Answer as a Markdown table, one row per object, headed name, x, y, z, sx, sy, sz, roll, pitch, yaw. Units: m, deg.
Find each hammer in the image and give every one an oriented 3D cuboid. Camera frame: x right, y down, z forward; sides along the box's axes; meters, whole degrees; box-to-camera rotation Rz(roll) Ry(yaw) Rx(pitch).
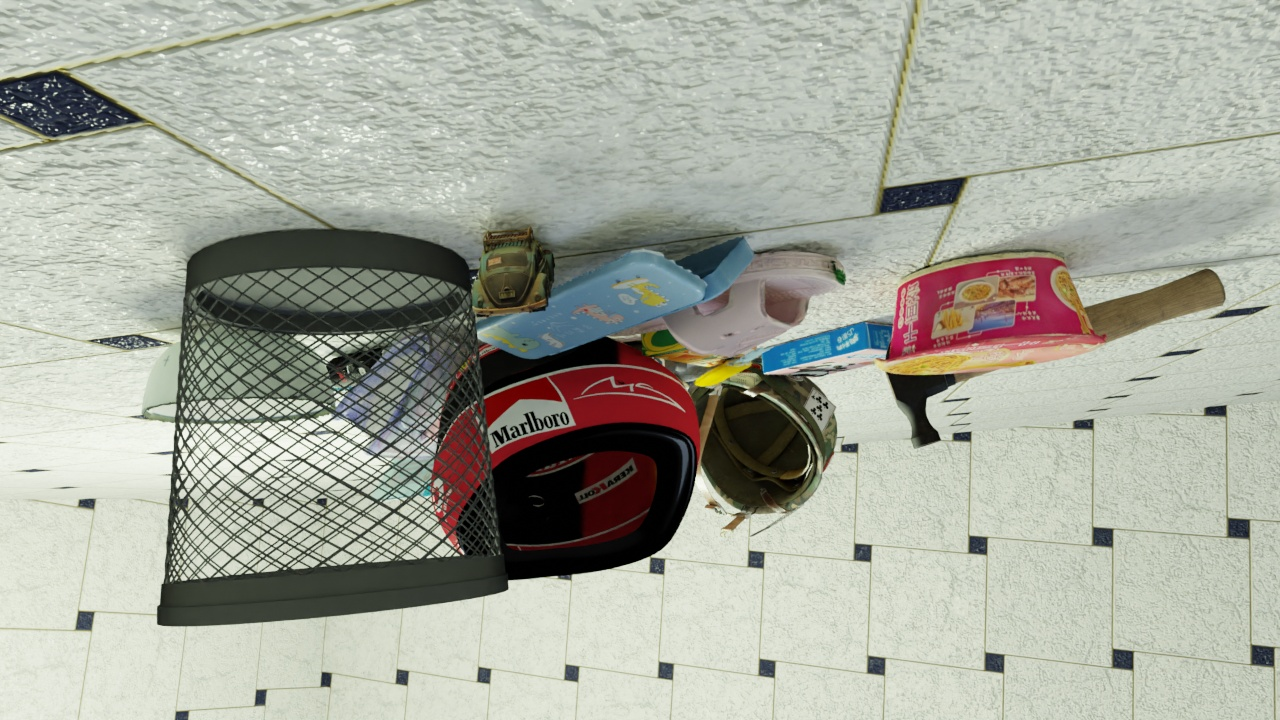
| name | x | y | z | sx | sy | sz | roll | pitch | yaw |
| --- | --- | --- | --- | --- | --- | --- | --- | --- | --- |
| hammer | 0.388 | -0.025 | 0.876 | 0.306 | 0.132 | 0.040 | -19 | 167 | 12 |

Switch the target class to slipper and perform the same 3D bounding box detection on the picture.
| name | x | y | z | sx | sy | sz | roll | pitch | yaw |
| --- | --- | --- | --- | --- | --- | --- | --- | --- | --- |
| slipper | 0.057 | -0.034 | 0.749 | 0.240 | 0.064 | 0.094 | -10 | 169 | 35 |

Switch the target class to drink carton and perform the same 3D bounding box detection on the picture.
| name | x | y | z | sx | sy | sz | roll | pitch | yaw |
| --- | --- | --- | --- | --- | --- | --- | --- | --- | --- |
| drink carton | 0.059 | -0.023 | 0.874 | 0.058 | 0.041 | 0.122 | -11 | 168 | 34 |

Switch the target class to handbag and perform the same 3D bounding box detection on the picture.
| name | x | y | z | sx | sy | sz | roll | pitch | yaw |
| --- | --- | --- | --- | --- | --- | --- | --- | --- | --- |
| handbag | -0.208 | 0.036 | 0.899 | 0.126 | 0.069 | 0.158 | -47 | 164 | 4 |

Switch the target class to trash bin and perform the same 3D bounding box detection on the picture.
| name | x | y | z | sx | sy | sz | roll | pitch | yaw |
| --- | --- | --- | --- | --- | --- | --- | --- | --- | --- |
| trash bin | -0.206 | 0.050 | 0.625 | 0.218 | 0.227 | 0.218 | -4 | 170 | -1 |

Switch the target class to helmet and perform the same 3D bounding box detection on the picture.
| name | x | y | z | sx | sy | sz | roll | pitch | yaw |
| --- | --- | --- | --- | --- | --- | --- | --- | --- | --- |
| helmet | -0.078 | 0.074 | 0.856 | 0.270 | 0.198 | 0.224 | -3 | -152 | -30 |
| helmet | 0.139 | 0.101 | 1.155 | 0.235 | 0.193 | 0.224 | -22 | -161 | -22 |

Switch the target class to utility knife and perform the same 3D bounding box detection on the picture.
| name | x | y | z | sx | sy | sz | roll | pitch | yaw |
| --- | --- | --- | --- | --- | --- | --- | --- | --- | --- |
| utility knife | 0.089 | 0.008 | 0.885 | 0.030 | 0.019 | 0.228 | -9 | 175 | -11 |

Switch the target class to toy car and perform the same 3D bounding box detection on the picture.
| name | x | y | z | sx | sy | sz | roll | pitch | yaw |
| --- | --- | --- | --- | --- | --- | --- | --- | --- | --- |
| toy car | -0.080 | -0.061 | 0.585 | 0.047 | 0.047 | 0.111 | -4 | -161 | -1 |

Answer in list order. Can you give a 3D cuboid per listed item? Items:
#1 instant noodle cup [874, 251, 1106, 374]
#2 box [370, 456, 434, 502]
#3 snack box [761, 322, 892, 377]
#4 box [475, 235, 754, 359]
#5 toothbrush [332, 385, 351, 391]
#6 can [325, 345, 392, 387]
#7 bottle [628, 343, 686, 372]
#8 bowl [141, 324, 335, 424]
| name | x | y | z | sx | sy | sz | roll | pitch | yaw |
| --- | --- | --- | --- | --- | --- | --- | --- | --- | --- |
| instant noodle cup | 0.296 | -0.039 | 0.791 | 0.178 | 0.077 | 0.179 | -4 | 171 | -1 |
| box | -0.228 | 0.097 | 1.046 | 0.227 | 0.116 | 0.097 | -11 | 150 | 30 |
| snack box | 0.223 | -0.009 | 1.045 | 0.087 | 0.033 | 0.154 | 4 | 167 | -40 |
| box | -0.023 | -0.039 | 0.668 | 0.121 | 0.047 | 0.210 | -16 | 179 | -43 |
| toothbrush | -0.266 | 0.024 | 1.053 | 0.189 | 0.017 | 0.016 | -3 | 170 | -8 |
| can | -0.275 | 0.007 | 0.913 | 0.081 | 0.031 | 0.031 | -10 | 169 | 28 |
| bottle | -0.006 | 0.006 | 0.992 | 0.112 | 0.047 | 0.047 | -5 | 170 | 3 |
| bowl | -0.345 | 0.012 | 0.794 | 0.153 | 0.073 | 0.153 | -5 | 171 | -1 |
